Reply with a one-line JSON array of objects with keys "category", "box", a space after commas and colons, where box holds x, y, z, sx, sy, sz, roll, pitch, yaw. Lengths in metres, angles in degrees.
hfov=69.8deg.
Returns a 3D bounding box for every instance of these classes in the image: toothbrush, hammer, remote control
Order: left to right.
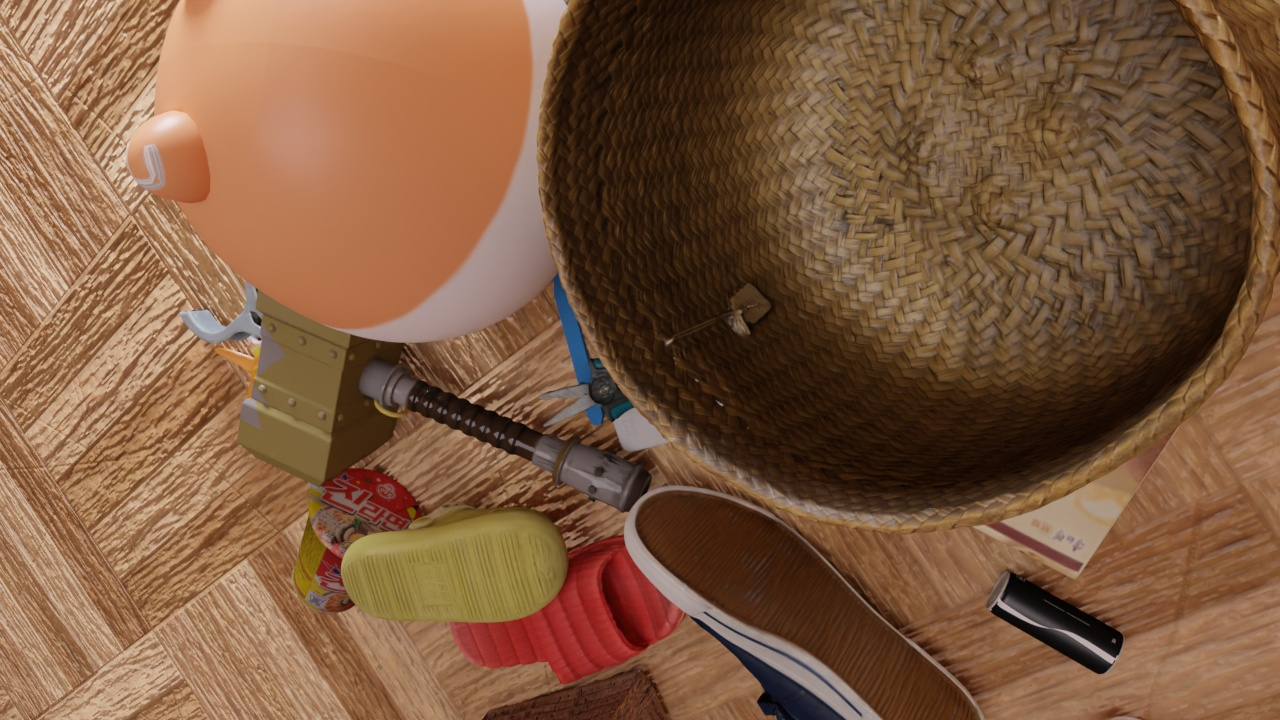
[{"category": "hammer", "box": [-0.145, 0.042, 0.734, 0.325, 0.100, 0.190, 22, 112, 11]}, {"category": "toothbrush", "box": [-0.056, -0.028, 0.715, 0.016, 0.014, 0.166, -10, 100, 26]}, {"category": "remote control", "box": [0.044, 0.033, 0.690, 0.147, 0.008, 0.045, -16, 96, 27]}]

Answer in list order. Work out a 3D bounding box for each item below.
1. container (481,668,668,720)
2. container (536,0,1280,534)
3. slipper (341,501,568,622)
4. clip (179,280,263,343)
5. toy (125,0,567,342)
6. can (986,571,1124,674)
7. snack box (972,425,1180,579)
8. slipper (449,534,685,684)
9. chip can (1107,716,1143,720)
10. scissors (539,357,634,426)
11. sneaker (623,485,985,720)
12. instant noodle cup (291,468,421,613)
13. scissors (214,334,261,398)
[{"category": "container", "box": [-0.066, 0.356, 0.769, 0.199, 0.113, 0.113, -25, 98, 29]}, {"category": "container", "box": [0.124, -0.088, 0.429, 0.307, 0.196, 0.307, 19, 119, 37]}, {"category": "slipper", "box": [-0.144, 0.159, 0.740, 0.191, 0.081, 0.092, -10, 105, 13]}, {"category": "clip", "box": [-0.374, -0.053, 0.835, 0.165, 0.031, 0.168, -32, 78, 35]}, {"category": "toy", "box": [-0.168, -0.146, 0.578, 0.266, 0.280, 0.262, 4, 85, 37]}, {"category": "can", "box": [0.275, 0.174, 0.612, 0.080, 0.031, 0.032, 29, 114, 14]}, {"category": "snack box", "box": [0.217, 0.020, 0.583, 0.207, 0.055, 0.153, 28, 113, 15]}, {"category": "slipper", "box": [-0.071, 0.216, 0.764, 0.249, 0.059, 0.103, -23, 93, 29]}, {"category": "chip can", "box": [0.306, 0.352, 0.626, 0.069, 0.069, 0.221, 21, 112, 18]}, {"category": "scissors", "box": [0.002, 0.009, 0.671, 0.151, 0.019, 0.119, 15, 87, 10]}, {"category": "sneaker", "box": [0.097, 0.216, 0.677, 0.294, 0.120, 0.128, 39, 138, 7]}, {"category": "instant noodle cup", "box": [-0.261, 0.170, 0.822, 0.100, 0.100, 0.113, 41, 124, 9]}, {"category": "scissors", "box": [-0.353, 0.005, 0.858, 0.125, 0.011, 0.131, 20, 110, 20]}]
